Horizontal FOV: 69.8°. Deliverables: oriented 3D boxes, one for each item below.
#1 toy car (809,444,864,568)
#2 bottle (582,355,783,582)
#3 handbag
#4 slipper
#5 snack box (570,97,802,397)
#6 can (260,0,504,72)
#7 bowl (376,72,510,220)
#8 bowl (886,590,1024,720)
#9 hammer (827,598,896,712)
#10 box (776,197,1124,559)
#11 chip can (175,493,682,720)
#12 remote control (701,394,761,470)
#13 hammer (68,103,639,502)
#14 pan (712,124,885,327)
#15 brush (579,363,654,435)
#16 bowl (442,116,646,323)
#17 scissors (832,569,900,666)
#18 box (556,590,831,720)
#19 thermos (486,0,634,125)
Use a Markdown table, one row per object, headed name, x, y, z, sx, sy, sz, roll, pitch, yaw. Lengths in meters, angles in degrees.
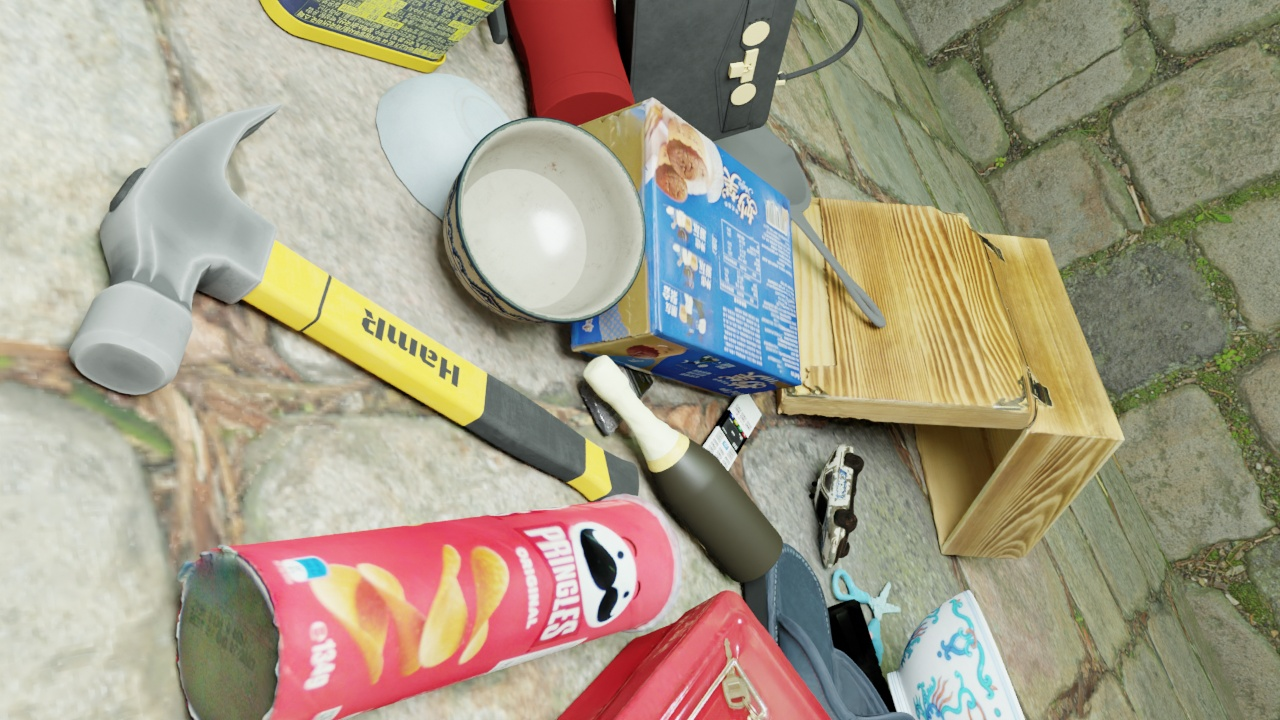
| name | x | y | z | sx | sy | sz | roll | pitch | yaw |
| --- | --- | --- | --- | --- | --- | --- | --- | --- | --- |
| toy car | 0.162 | 0.120 | 0.773 | 0.112 | 0.040 | 0.049 | -70 | 165 | -46 |
| bottle | 0.025 | 0.069 | 0.595 | 0.184 | 0.045 | 0.045 | 51 | 32 | -21 |
| handbag | 0.081 | -0.253 | 0.733 | 0.176 | 0.195 | 0.072 | 97 | -16 | -62 |
| slipper | 0.131 | 0.236 | 0.588 | 0.109 | 0.084 | 0.265 | 35 | 41 | -41 |
| snack box | 0.038 | -0.067 | 0.647 | 0.202 | 0.069 | 0.155 | 17 | 68 | -55 |
| can | -0.143 | -0.241 | 0.539 | 0.135 | 0.105 | 0.075 | -7 | 72 | -58 |
| bowl | -0.108 | -0.136 | 0.571 | 0.106 | 0.039 | 0.106 | 37 | 38 | -36 |
| bowl | 0.218 | 0.241 | 0.637 | 0.143 | 0.074 | 0.144 | -19 | 89 | -79 |
| hammer | 0.207 | 0.338 | 0.667 | 0.131 | 0.039 | 0.328 | -2 | 67 | -56 |
| box | 0.272 | 0.008 | 0.961 | 0.336 | 0.287 | 0.278 | 7 | 49 | -4 |
| chip can | -0.074 | 0.102 | 0.397 | 0.232 | 0.073 | 0.073 | 5 | 61 | -54 |
| remote control | 0.067 | 0.058 | 0.708 | 0.028 | 0.012 | 0.124 | 57 | 30 | -7 |
| hammer | -0.108 | 0.003 | 0.472 | 0.324 | 0.034 | 0.169 | 37 | 37 | -38 |
| pan | 0.124 | -0.165 | 0.898 | 0.216 | 0.024 | 0.354 | -7 | 57 | -51 |
| brush | -0.004 | 0.004 | 0.643 | 0.039 | 0.012 | 0.150 | 58 | 31 | -10 |
| bowl | -0.061 | -0.074 | 0.528 | 0.115 | 0.059 | 0.115 | 5 | 80 | -31 |
| scissors | 0.192 | 0.203 | 0.786 | 0.095 | 0.015 | 0.142 | 62 | 24 | 2 |
| box | 0.020 | 0.209 | 0.446 | 0.129 | 0.098 | 0.157 | 58 | 33 | 3 |
| thermos | -0.069 | -0.262 | 0.699 | 0.108 | 0.084 | 0.198 | 4 | 63 | -36 |
